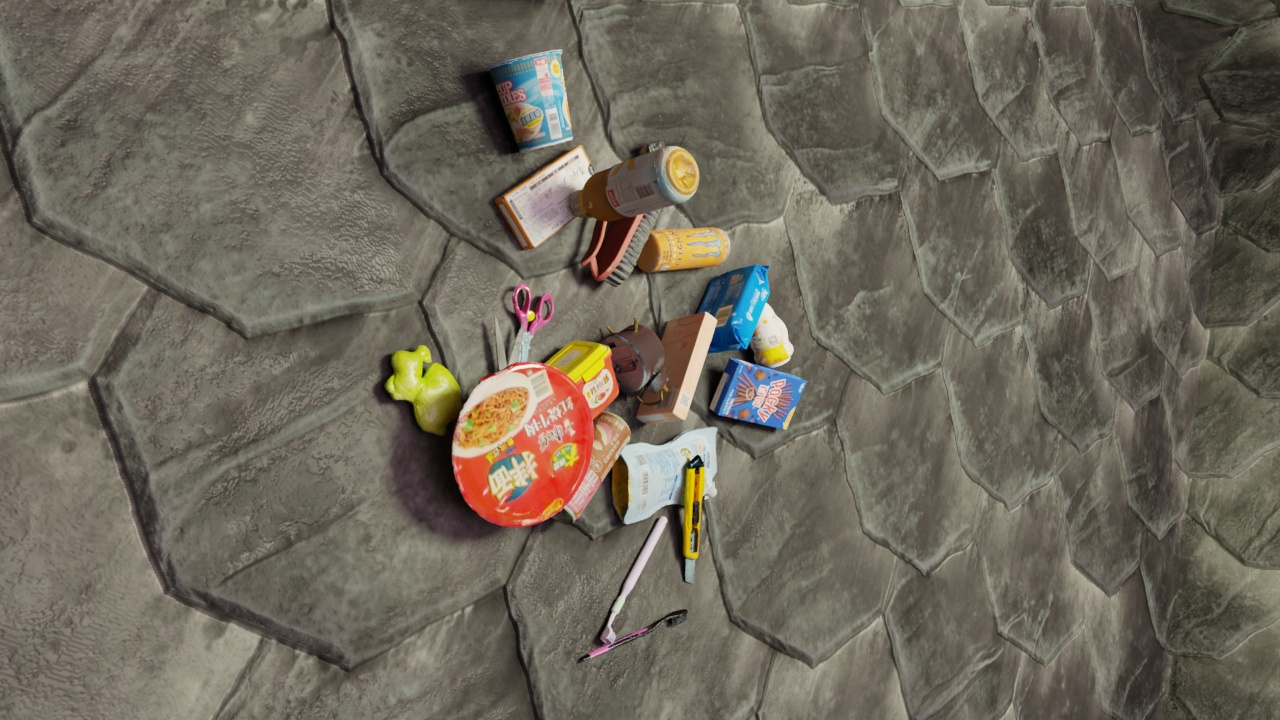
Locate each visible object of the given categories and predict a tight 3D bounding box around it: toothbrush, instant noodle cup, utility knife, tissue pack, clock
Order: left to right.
[{"bbox_3d":[-0.148,0.094,1.077,0.193,0.066,0.194,-6,100,-39],"label":"instant noodle cup"},{"bbox_3d":[-0.131,-0.322,1.149,0.099,0.099,0.110,-26,109,-40],"label":"instant noodle cup"},{"bbox_3d":[-0.007,0.007,1.222,0.055,0.082,0.122,-35,105,-45],"label":"clock"},{"bbox_3d":[-0.006,0.290,1.232,0.021,0.029,0.188,26,61,5],"label":"toothbrush"},{"bbox_3d":[-0.005,0.369,1.228,0.188,0.014,0.018,-11,105,-41],"label":"toothbrush"},{"bbox_3d":[0.075,0.226,1.287,0.033,0.015,0.193,-8,105,-40],"label":"utility knife"},{"bbox_3d":[0.134,-0.073,1.347,0.052,0.095,0.156,42,58,-31],"label":"tissue pack"}]

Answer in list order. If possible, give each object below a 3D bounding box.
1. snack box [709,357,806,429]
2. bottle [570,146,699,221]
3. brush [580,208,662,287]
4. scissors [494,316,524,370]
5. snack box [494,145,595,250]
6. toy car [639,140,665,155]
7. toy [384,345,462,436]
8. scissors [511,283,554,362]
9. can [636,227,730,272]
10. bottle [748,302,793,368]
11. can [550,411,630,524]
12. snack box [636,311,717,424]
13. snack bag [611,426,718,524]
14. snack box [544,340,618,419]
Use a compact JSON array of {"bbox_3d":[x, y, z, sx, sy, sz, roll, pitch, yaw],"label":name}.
[{"bbox_3d":[0.181,0.052,1.396,0.157,0.026,0.084,14,102,-39],"label":"snack box"},{"bbox_3d":[-0.013,-0.211,1.132,0.068,0.190,0.068,6,81,-43],"label":"bottle"},{"bbox_3d":[-0.032,-0.168,1.235,0.069,0.063,0.145,37,64,-28],"label":"brush"},{"bbox_3d":[-0.165,0.042,1.121,0.159,0.014,0.170,-49,118,-31],"label":"scissors"},{"bbox_3d":[-0.113,-0.212,1.191,0.153,0.026,0.075,-43,113,-35],"label":"snack box"},{"bbox_3d":[0.027,-0.267,1.314,0.042,0.035,0.090,-29,110,-38],"label":"toy car"},{"bbox_3d":[-0.243,0.033,1.047,0.100,0.031,0.096,21,70,-37],"label":"toy"},{"bbox_3d":[-0.137,-0.026,1.159,0.077,0.017,0.137,9,84,-48],"label":"scissors"},{"bbox_3d":[0.060,-0.159,1.315,0.145,0.058,0.058,-10,92,-41],"label":"can"},{"bbox_3d":[0.193,-0.045,1.414,0.063,0.063,0.108,-31,106,-39],"label":"bottle"},{"bbox_3d":[-0.070,0.135,1.168,0.058,0.058,0.147,51,56,-25],"label":"can"},{"bbox_3d":[0.050,0.011,1.269,0.026,0.085,0.157,33,65,-30],"label":"snack box"},{"bbox_3d":[0.042,0.157,1.276,0.190,0.039,0.110,-8,92,-43],"label":"snack bag"},{"bbox_3d":[-0.078,0.029,1.164,0.091,0.082,0.080,-44,126,-35],"label":"snack box"}]
